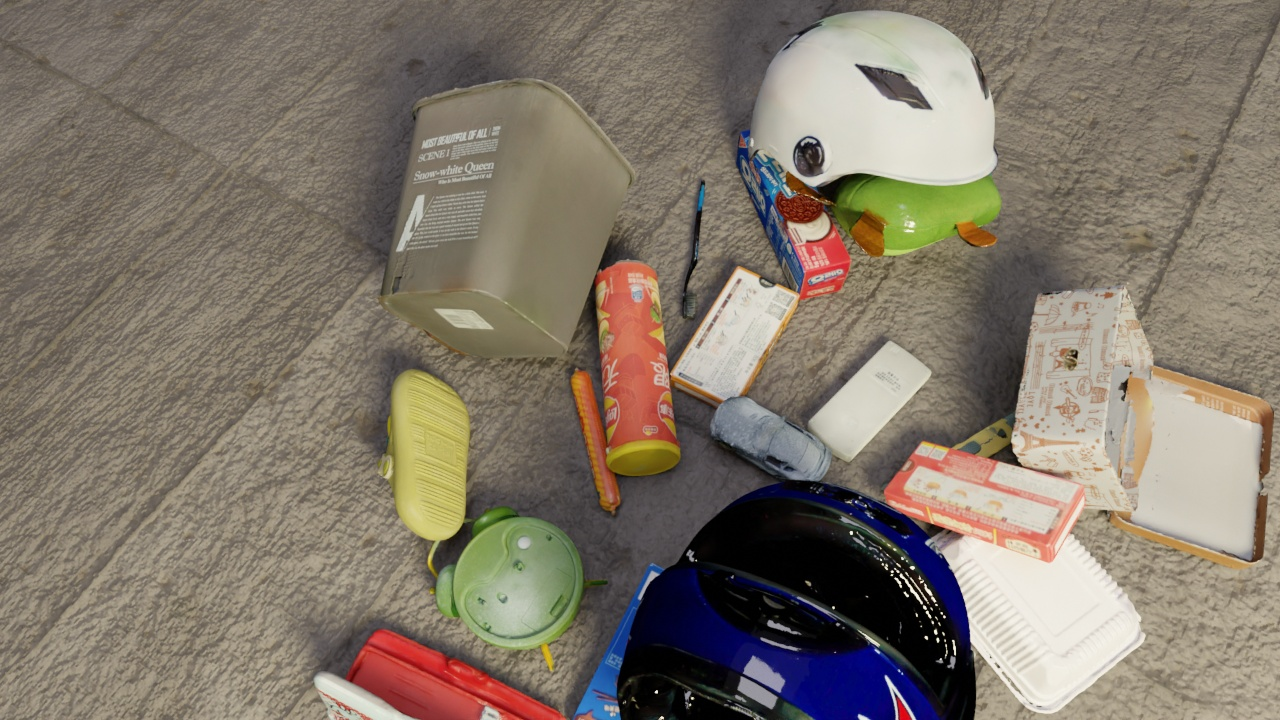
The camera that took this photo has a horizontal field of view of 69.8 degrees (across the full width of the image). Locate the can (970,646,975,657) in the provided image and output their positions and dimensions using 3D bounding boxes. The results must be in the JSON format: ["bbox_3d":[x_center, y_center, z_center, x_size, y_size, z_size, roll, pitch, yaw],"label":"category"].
[{"bbox_3d":[0.228,0.210,0.808,0.058,0.058,0.146,-25,64,-10],"label":"can"}]

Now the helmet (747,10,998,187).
[{"bbox_3d":[0.237,-0.273,0.926,0.228,0.146,0.259,-19,31,-27],"label":"helmet"}]

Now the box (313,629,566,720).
[{"bbox_3d":[-0.168,0.295,0.763,0.201,0.102,0.095,21,66,13],"label":"box"}]

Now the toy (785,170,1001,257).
[{"bbox_3d":[0.283,-0.164,0.965,0.246,0.090,0.227,-12,37,-24],"label":"toy"}]

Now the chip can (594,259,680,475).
[{"bbox_3d":[-0.005,0.005,0.925,0.073,0.073,0.216,-6,60,0],"label":"chip can"}]

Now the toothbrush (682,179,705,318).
[{"bbox_3d":[0.063,-0.127,1.024,0.016,0.014,0.189,6,62,5],"label":"toothbrush"}]

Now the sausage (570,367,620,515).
[{"bbox_3d":[-0.046,0.078,0.916,0.021,0.021,0.165,-14,62,-4],"label":"sausage"}]

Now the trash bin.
[{"bbox_3d":[-0.142,-0.132,0.928,0.199,0.198,0.219,0,66,32],"label":"trash bin"}]

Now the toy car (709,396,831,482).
[{"bbox_3d":[0.126,0.078,0.888,0.120,0.037,0.054,29,67,2],"label":"toy car"}]

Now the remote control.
[{"bbox_3d":[0.229,0.040,0.921,0.056,0.019,0.135,40,71,21],"label":"remote control"}]

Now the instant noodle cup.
[{"bbox_3d":[0.345,0.201,0.807,0.138,0.060,0.173,-31,63,-12],"label":"instant noodle cup"}]

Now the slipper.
[{"bbox_3d":[-0.218,0.094,0.879,0.082,0.091,0.190,-32,45,20],"label":"slipper"}]

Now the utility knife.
[{"bbox_3d":[0.322,0.087,0.896,0.195,0.020,0.031,-26,66,-15],"label":"utility knife"}]

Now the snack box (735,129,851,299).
[{"bbox_3d":[0.164,-0.169,1.016,0.058,0.057,0.207,-14,62,-8],"label":"snack box"}]

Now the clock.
[{"bbox_3d":[-0.122,0.198,0.837,0.161,0.056,0.116,27,66,17],"label":"clock"}]

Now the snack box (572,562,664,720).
[{"bbox_3d":[0.012,0.268,0.808,0.084,0.026,0.156,23,66,15],"label":"snack box"}]

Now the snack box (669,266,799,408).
[{"bbox_3d":[0.099,-0.023,0.959,0.075,0.026,0.153,27,67,16],"label":"snack box"}]

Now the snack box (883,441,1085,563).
[{"bbox_3d":[0.302,0.121,0.814,0.153,0.025,0.075,15,49,43],"label":"snack box"}]

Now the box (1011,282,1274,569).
[{"bbox_3d":[0.460,0.064,0.855,0.272,0.131,0.178,30,63,-14],"label":"box"}]

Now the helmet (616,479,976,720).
[{"bbox_3d":[0.122,0.206,0.673,0.247,0.316,0.239,16,54,25],"label":"helmet"}]
